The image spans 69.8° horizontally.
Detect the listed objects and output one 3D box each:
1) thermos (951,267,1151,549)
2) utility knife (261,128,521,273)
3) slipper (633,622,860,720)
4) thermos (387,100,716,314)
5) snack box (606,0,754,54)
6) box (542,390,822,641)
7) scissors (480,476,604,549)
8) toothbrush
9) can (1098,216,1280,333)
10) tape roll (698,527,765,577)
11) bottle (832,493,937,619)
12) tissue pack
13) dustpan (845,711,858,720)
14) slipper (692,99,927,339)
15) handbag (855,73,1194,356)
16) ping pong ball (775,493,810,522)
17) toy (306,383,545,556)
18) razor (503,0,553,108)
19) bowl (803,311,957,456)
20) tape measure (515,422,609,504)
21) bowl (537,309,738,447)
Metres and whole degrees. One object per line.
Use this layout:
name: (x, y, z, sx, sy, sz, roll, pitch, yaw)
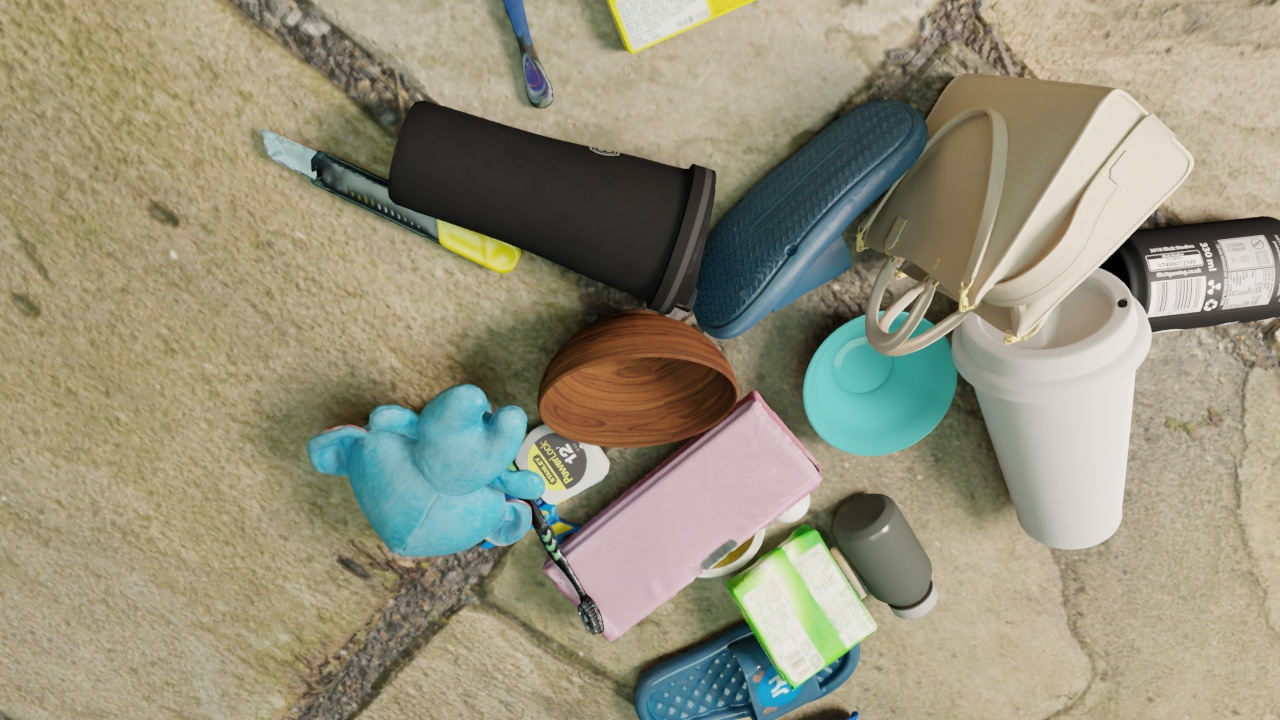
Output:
thermos: (0.322, 0.045, 0.711, 0.131, 0.131, 0.222, -23, 125, 4)
utility knife: (-0.178, -0.115, 0.661, 0.197, 0.020, 0.029, 25, 106, -15)
slipper: (0.098, 0.292, 0.828, 0.214, 0.059, 0.104, -21, 114, 5)
thermos: (-0.057, -0.111, 0.636, 0.218, 0.105, 0.106, 17, 109, -6)
snack box: (0.047, -0.272, 0.617, 0.152, 0.025, 0.075, -22, 112, 4)
box: (0.032, 0.128, 0.747, 0.233, 0.041, 0.098, -42, 95, 14)
scissors: (-0.077, 0.123, 0.768, 0.125, 0.016, 0.125, 23, 104, -15)
toothbrush: (-0.078, 0.138, 0.738, 0.014, 0.017, 0.188, -30, 89, 16)
can: (0.427, -0.065, 0.705, 0.146, 0.080, 0.080, -7, 112, -3)
tape roll: (0.059, 0.141, 0.785, 0.094, 0.019, 0.094, -2, 111, -5)
bottle: (0.213, 0.169, 0.788, 0.060, 0.060, 0.108, -32, 111, 7)
tissue pack: (0.139, 0.210, 0.785, 0.099, 0.034, 0.114, -32, 88, -9)
dustpan: (0.135, 0.483, 0.906, 0.245, 0.059, 0.258, -22, 102, 3)
slipper: (0.118, -0.100, 0.661, 0.214, 0.104, 0.059, -46, 130, 5)
handbag: (0.222, -0.085, 0.615, 0.101, 0.194, 0.198, 32, 101, -20)
ping pong ball: (0.122, 0.116, 0.769, 0.040, 0.040, 0.040, -2, 111, -5)
toy: (-0.147, 0.069, 0.691, 0.183, 0.114, 0.181, 28, 128, -16)
razor: (-0.084, -0.240, 0.621, 0.044, 0.018, 0.141, -16, 112, 0)
bowl: (0.184, 0.012, 0.730, 0.121, 0.046, 0.121, -2, 112, -5)
tape measure: (-0.064, 0.077, 0.741, 0.065, 0.016, 0.064, -34, 95, 4)
bowl: (-0.004, 0.004, 0.688, 0.147, 0.068, 0.147, -4, 150, -2)
